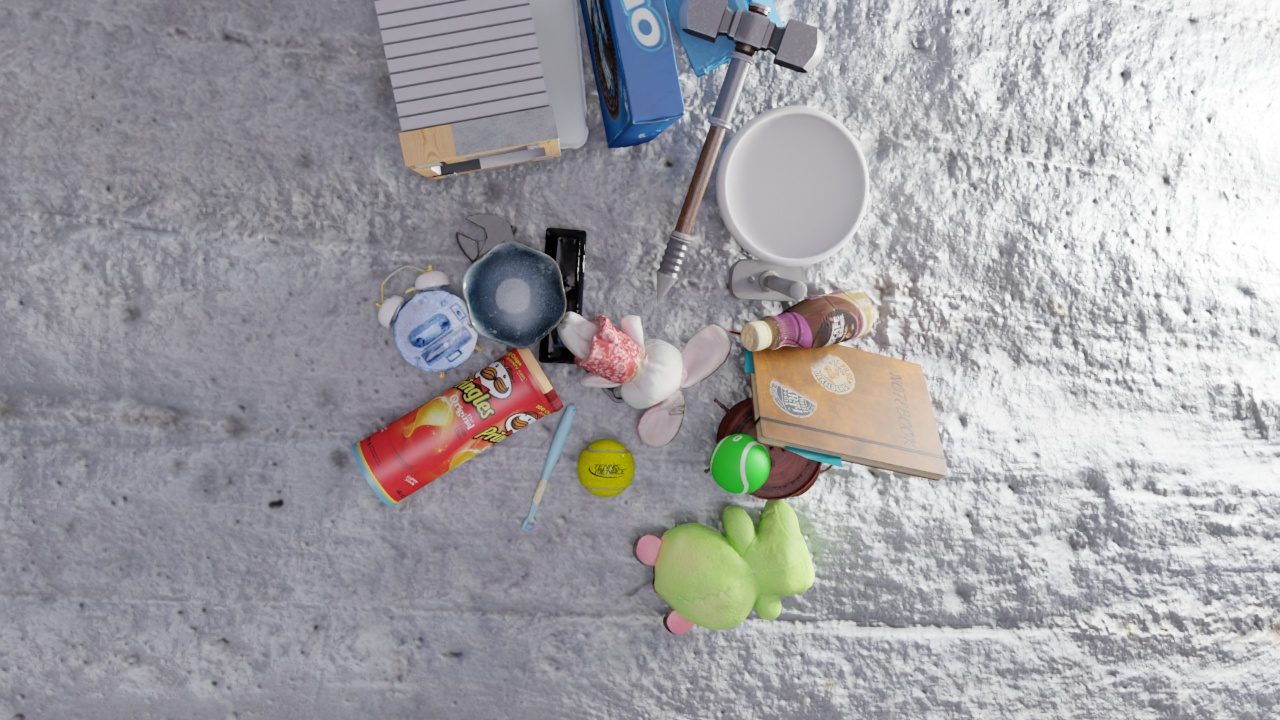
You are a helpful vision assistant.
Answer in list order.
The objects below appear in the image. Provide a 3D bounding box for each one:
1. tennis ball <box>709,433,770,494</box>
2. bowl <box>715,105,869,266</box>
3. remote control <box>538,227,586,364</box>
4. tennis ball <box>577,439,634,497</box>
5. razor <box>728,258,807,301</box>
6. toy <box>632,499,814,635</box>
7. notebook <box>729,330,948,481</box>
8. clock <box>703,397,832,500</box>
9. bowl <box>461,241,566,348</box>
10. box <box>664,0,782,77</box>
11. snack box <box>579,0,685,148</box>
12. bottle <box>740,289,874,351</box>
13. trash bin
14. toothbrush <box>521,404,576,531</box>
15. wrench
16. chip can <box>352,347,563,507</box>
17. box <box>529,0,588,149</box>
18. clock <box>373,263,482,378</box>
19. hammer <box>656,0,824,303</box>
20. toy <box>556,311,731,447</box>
[{"bbox_3d":[0.108,0.112,0.992,0.065,0.065,0.065,-1,96,-11],"label":"tennis ball"},{"bbox_3d":[0.165,-0.195,1.044,0.176,0.066,0.176,-1,96,-11],"label":"bowl"},{"bbox_3d":[-0.085,-0.071,1.016,0.047,0.022,0.150,2,94,-17],"label":"remote control"},{"bbox_3d":[-0.039,0.122,1.039,0.065,0.065,0.065,-1,96,-11],"label":"tennis ball"},{"bbox_3d":[0.157,-0.085,1.029,0.088,0.116,0.047,2,101,-11],"label":"razor"},{"bbox_3d":[0.108,0.244,1.065,0.196,0.107,0.150,-22,102,-16],"label":"toy"},{"bbox_3d":[0.226,0.050,1.041,0.249,0.014,0.178,13,50,-16],"label":"notebook"},{"bbox_3d":[0.160,0.099,1.071,0.157,0.072,0.120,7,95,-11],"label":"clock"},{"bbox_3d":[-0.135,-0.069,0.984,0.110,0.055,0.110,0,93,-9],"label":"bowl"},{"bbox_3d":[0.074,-0.447,1.016,0.111,0.094,0.231,-35,103,-49],"label":"box"},{"bbox_3d":[-0.019,-0.347,0.927,0.056,0.195,0.239,-13,98,-7],"label":"snack box"},{"bbox_3d":[0.188,-0.041,1.045,0.165,0.060,0.059,-13,99,-29],"label":"bottle"},{"bbox_3d":[-0.172,-0.318,0.898,0.142,0.142,0.247,-11,97,-3],"label":"trash bin"},{"bbox_3d":[-0.104,0.123,1.052,0.022,0.016,0.155,17,94,-45],"label":"toothbrush"},{"bbox_3d":[-0.105,-0.055,1.033,0.073,0.018,0.273,-43,103,-5],"label":"wrench"},{"bbox_3d":[-0.195,0.068,0.993,0.213,0.087,0.087,-31,101,-5],"label":"chip can"},{"bbox_3d":[-0.154,-0.327,0.986,0.191,0.045,0.209,-4,96,-11],"label":"box"},{"bbox_3d":[-0.229,-0.046,0.991,0.089,0.052,0.125,-35,101,-5],"label":"clock"},{"bbox_3d":[0.071,-0.215,0.974,0.156,0.043,0.322,19,102,0],"label":"hammer"},{"bbox_3d":[-0.006,0.006,1.015,0.194,0.084,0.159,24,100,-26],"label":"toy"}]
